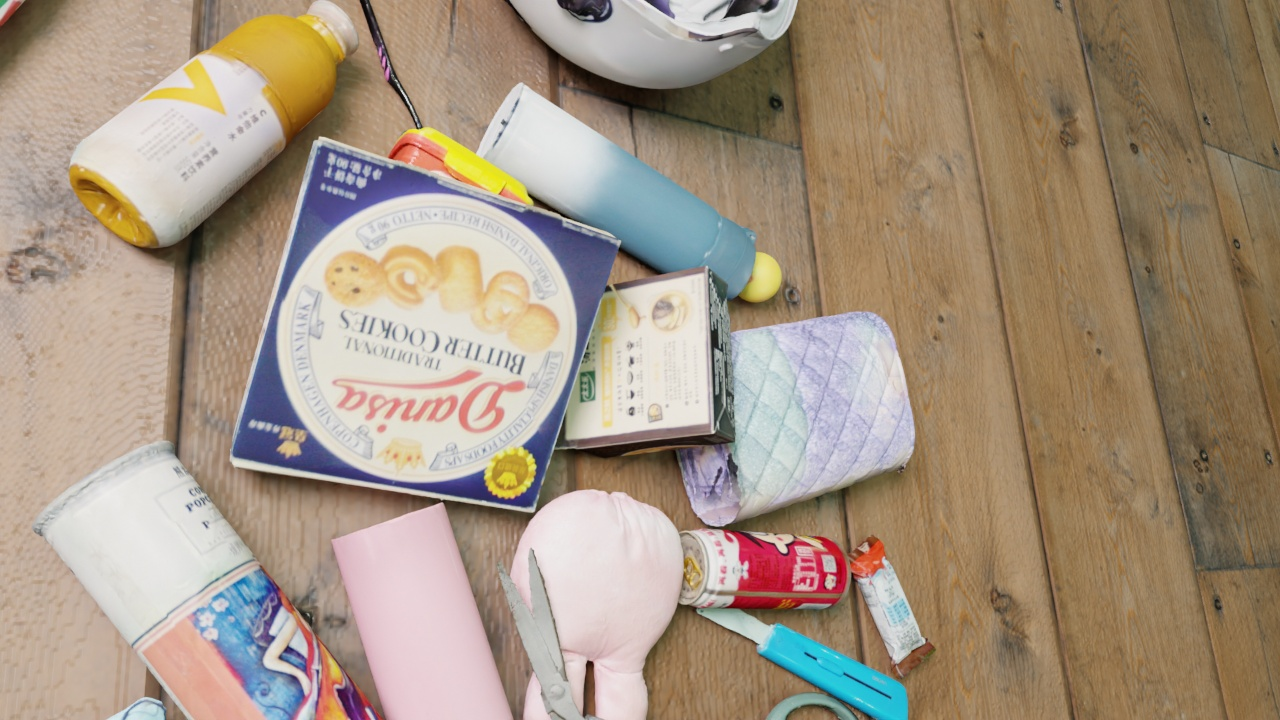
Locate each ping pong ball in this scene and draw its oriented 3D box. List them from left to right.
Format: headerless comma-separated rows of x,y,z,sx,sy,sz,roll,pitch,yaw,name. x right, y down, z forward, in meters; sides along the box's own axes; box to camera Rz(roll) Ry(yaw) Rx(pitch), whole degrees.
0.093,-0.067,0.735,0.040,0.040,0.040,10,70,-30,ping pong ball

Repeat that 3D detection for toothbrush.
-0.179,-0.214,0.627,0.017,0.014,0.189,-20,86,-23,toothbrush

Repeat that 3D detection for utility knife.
0.123,0.221,0.680,0.204,0.018,0.034,31,62,-19,utility knife

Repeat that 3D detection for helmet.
-0.013,-0.305,0.679,0.258,0.146,0.228,20,64,-17,helmet

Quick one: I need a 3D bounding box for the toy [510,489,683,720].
-0.029,0.162,0.580,0.121,0.054,0.159,13,81,-29,toy

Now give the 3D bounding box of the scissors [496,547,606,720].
-0.054,0.201,0.538,0.170,0.014,0.150,37,78,-21,scissors

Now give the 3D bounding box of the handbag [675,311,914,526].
0.116,0.039,0.698,0.193,0.076,0.134,-9,85,-33,handbag

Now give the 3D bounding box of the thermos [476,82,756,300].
-0.012,-0.114,0.671,0.220,0.070,0.070,29,62,-22,thermos

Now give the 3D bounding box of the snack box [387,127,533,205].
-0.128,-0.090,0.585,0.091,0.082,0.080,29,75,-22,snack box

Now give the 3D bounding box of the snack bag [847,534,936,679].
0.196,0.195,0.728,0.048,0.026,0.104,-26,91,-29,snack bag

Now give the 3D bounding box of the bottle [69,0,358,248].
-0.237,-0.146,0.535,0.068,0.068,0.189,42,57,-14,bottle

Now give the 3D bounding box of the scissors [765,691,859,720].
0.093,0.311,0.632,0.174,0.019,0.176,4,75,-31,scissors

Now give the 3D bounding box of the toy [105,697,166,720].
-0.255,0.242,0.416,0.156,0.050,0.161,-1,86,-34,toy

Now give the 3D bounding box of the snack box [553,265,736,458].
-0.004,0.004,0.621,0.053,0.126,0.113,28,57,-59,snack box

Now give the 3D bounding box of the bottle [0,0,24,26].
-0.367,-0.186,0.470,0.068,0.068,0.196,30,65,-21,bottle

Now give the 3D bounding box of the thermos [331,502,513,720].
-0.103,0.180,0.509,0.067,0.087,0.198,-7,76,-63,thermos

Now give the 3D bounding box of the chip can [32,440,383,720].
-0.199,0.145,0.452,0.071,0.071,0.214,-38,90,-35,chip can

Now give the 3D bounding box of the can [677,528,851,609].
0.084,0.149,0.652,0.132,0.053,0.053,10,70,-32,can

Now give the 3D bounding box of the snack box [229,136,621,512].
-0.122,-0.013,0.534,0.177,0.046,0.182,14,96,-28,snack box
